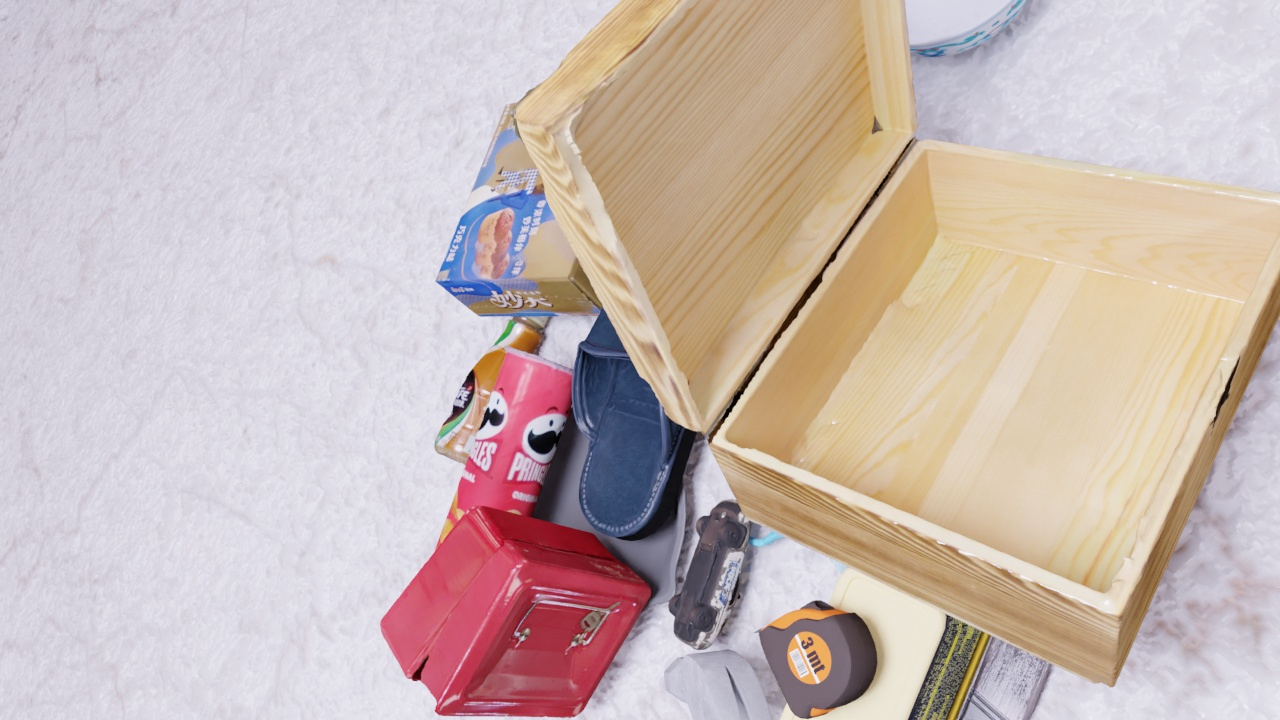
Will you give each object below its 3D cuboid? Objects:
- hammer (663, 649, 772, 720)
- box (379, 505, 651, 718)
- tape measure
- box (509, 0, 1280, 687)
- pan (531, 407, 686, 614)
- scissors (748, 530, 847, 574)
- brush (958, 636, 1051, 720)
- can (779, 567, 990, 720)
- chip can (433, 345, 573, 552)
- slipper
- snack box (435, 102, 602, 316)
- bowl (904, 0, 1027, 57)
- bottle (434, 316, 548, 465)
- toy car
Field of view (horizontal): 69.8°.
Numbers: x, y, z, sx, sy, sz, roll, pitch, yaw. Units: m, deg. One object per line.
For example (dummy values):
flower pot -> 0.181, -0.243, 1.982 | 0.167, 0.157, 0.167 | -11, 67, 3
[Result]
hammer -> 0.064, 0.359, 0.593 | 0.131, 0.039, 0.328 | 135, 132, -71
box -> -0.089, 0.185, 0.676 | 0.098, 0.157, 0.130 | 39, 97, 41
tape measure -> 0.105, 0.168, 0.526 | 0.059, 0.038, 0.058 | -46, 54, 30
box -> 0.151, -0.072, 0.477 | 0.286, 0.336, 0.278 | 20, 64, 38
pan -> -0.008, 0.079, 0.767 | 0.216, 0.024, 0.354 | 36, 96, 36
scissors -> 0.128, 0.107, 0.656 | 0.142, 0.015, 0.095 | 17, 76, 51
brush -> 0.215, 0.241, 0.575 | 0.039, 0.012, 0.151 | 22, 88, 36
can -> 0.152, 0.200, 0.573 | 0.075, 0.104, 0.135 | 22, 87, 36
chip can -> -0.119, 0.109, 0.771 | 0.073, 0.073, 0.233 | 17, 85, 36
slipper -> -0.004, 0.004, 0.721 | 0.109, 0.083, 0.265 | 6, 76, 37
snack box -> -0.078, -0.143, 0.835 | 0.155, 0.069, 0.202 | 2, 65, 33
bowl -> 0.235, -0.284, 0.691 | 0.144, 0.074, 0.143 | -11, 69, 30
bottle -> -0.130, 0.019, 0.848 | 0.059, 0.059, 0.167 | 15, 75, 36
toy car -> 0.057, 0.159, 0.686 | 0.048, 0.040, 0.112 | 1, 70, 65
